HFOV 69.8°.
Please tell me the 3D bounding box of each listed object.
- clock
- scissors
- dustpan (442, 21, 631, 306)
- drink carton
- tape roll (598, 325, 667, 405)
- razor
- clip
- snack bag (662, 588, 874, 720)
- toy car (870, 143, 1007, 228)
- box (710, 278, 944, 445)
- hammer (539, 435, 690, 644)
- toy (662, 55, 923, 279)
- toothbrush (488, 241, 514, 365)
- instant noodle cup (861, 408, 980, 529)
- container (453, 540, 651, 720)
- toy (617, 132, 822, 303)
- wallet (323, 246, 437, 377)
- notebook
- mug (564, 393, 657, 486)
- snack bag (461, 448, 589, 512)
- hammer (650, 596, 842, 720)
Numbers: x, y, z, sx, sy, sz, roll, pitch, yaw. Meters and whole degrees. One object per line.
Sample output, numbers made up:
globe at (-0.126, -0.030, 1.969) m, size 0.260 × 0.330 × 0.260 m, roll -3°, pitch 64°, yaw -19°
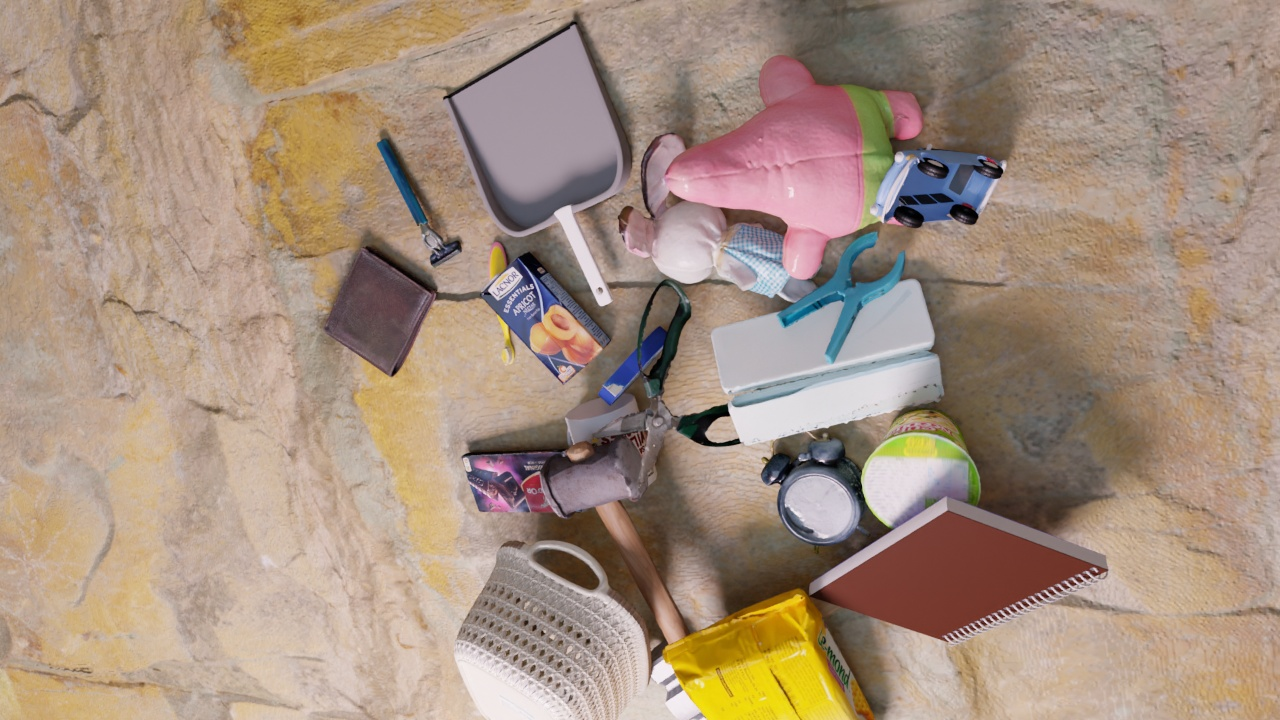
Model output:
clock at (0.174, 0.125, 0.911) m, size 0.090 × 0.052 × 0.129 m, roll -26°, pitch 93°, yaw 25°
scissors at (0.038, 0.018, 0.875) m, size 0.015 × 0.201 × 0.204 m, roll 8°, pitch 107°, yaw 60°
dustpan at (-0.082, -0.176, 0.912) m, size 0.163 × 0.033 × 0.257 m, roll -21°, pitch 99°, yaw 24°
drink carton at (-0.098, -0.045, 0.949) m, size 0.064 × 0.040 × 0.130 m, roll -41°, pitch 94°, yaw 18°
tape roll at (-0.005, 0.005, 0.912) m, size 0.016 × 0.093 × 0.091 m, roll 42°, pitch 80°, yaw 3°
razor at (-0.243, -0.170, 0.979) m, size 0.042 × 0.022 × 0.144 m, roll -26°, pitch 97°, yaw 24°
clip at (0.196, -0.052, 0.819) m, size 0.113 × 0.028 × 0.126 m, roll 32°, pitch 84°, yaw 20°
snack bag at (0.138, 0.345, 0.931) m, size 0.160 × 0.068 × 0.247 m, roll -25°, pitch 117°, yaw 9°
toy car at (0.241, -0.144, 0.750) m, size 0.055 × 0.153 × 0.056 m, roll 44°, pitch 128°, yaw 35°
box at (0.174, 0.004, 0.859) m, size 0.198 × 0.075 × 0.126 m, roll -13°, pitch 122°, yaw 11°
hammer at (0.008, 0.223, 0.933) m, size 0.098 × 0.052 × 0.328 m, roll -18°, pitch 109°, yaw 25°
toy at (0.130, -0.163, 0.778) m, size 0.236 × 0.097 × 0.192 m, roll -9°, pitch 98°, yaw -17°
toothbrush at (-0.148, -0.059, 0.984) m, size 0.021 × 0.016 × 0.135 m, roll 0°, pitch 108°, yaw 13°
instant noodle cup at (0.257, 0.093, 0.837) m, size 0.099 × 0.107 × 0.099 m, roll 6°, pitch 109°, yaw 17°
container at (-0.092, 0.310, 0.960) m, size 0.185 × 0.142 × 0.247 m, roll 22°, pitch 143°, yaw 21°
toy at (0.075, -0.109, 0.862) m, size 0.205 × 0.130 × 0.106 m, roll 23°, pitch 158°, yaw -9°
wallet at (-0.293, -0.054, 1.033) m, size 0.099 × 0.031 × 0.120 m, roll 33°, pitch 113°, yaw 4°
notebook at (0.283, 0.199, 0.833) m, size 0.171 × 0.022 × 0.210 m, roll 21°, pitch 141°, yaw -13°
mug at (-0.040, 0.090, 0.969) m, size 0.105 × 0.073 × 0.089 m, roll -3°, pitch 108°, yaw 47°
snack bag at (-0.132, 0.135, 1.027) m, size 0.155 × 0.018 × 0.074 m, roll -6°, pitch 107°, yaw 32°
hammer at (0.151, 0.287, 0.976) m, size 0.324 × 0.051 × 0.117 m, roll -42°, pitch 93°, yaw 24°
